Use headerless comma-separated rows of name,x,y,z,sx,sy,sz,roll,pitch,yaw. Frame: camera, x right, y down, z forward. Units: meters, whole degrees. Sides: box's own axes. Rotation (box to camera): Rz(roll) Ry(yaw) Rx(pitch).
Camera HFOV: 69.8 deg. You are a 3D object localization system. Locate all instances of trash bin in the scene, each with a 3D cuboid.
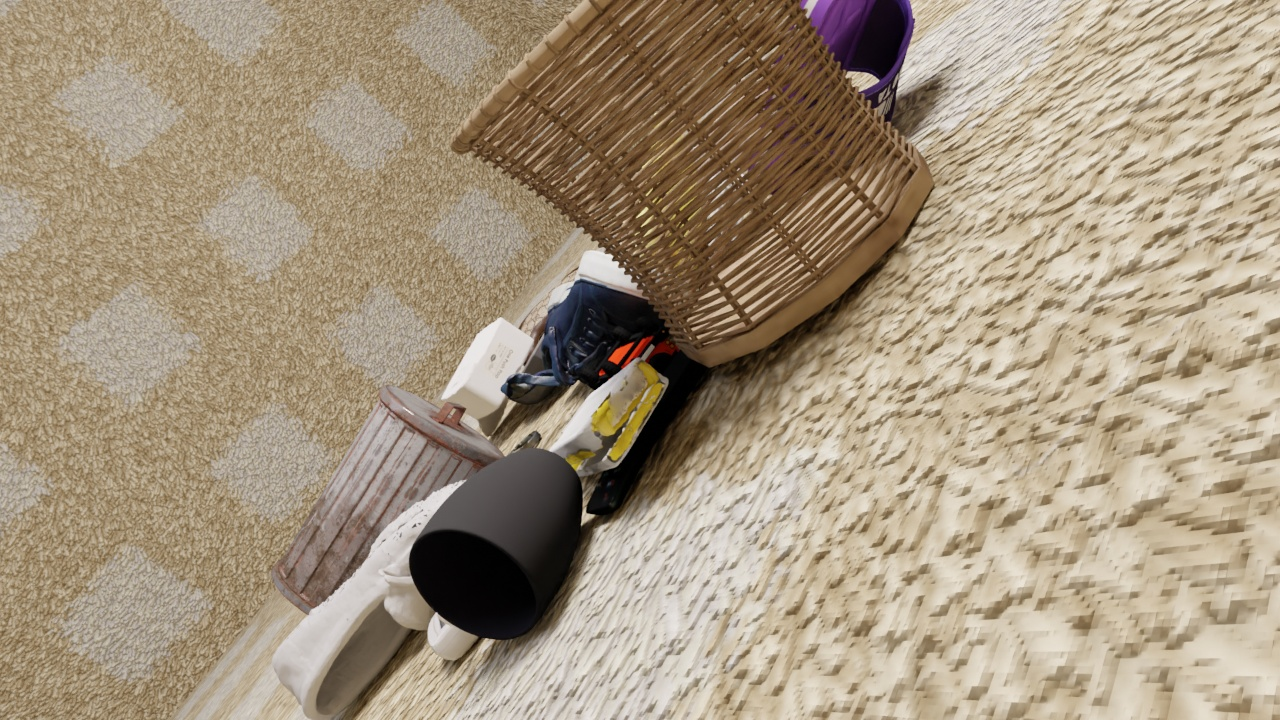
trash bin,-0.226,0.130,0.842,0.211,0.131,0.131,-58,12,-2

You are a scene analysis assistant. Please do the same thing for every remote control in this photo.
remote control,-0.095,0.142,0.630,0.138,0.025,0.060,-51,11,-10
remote control,0.011,0.037,0.596,0.151,0.020,0.041,-56,13,-29

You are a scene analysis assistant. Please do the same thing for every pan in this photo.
pan,-0.055,-0.094,1.098,0.356,0.041,0.179,-63,6,-27

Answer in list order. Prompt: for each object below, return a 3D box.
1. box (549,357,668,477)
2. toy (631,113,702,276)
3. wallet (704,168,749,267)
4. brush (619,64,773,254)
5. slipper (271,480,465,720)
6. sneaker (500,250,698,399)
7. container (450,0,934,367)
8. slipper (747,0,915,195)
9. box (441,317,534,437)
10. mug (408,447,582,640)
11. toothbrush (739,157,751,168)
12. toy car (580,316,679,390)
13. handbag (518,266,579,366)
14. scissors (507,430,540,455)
box,-0.028,0.043,0.609,0.064,0.033,0.210,-56,5,-14
toy,0.024,-0.137,0.839,0.065,0.155,0.170,-2,43,9
wallet,0.070,-0.130,0.817,0.116,0.032,0.086,-92,11,-73
brush,0.077,-0.196,0.949,0.271,0.083,0.057,-51,11,-7
slipper,-0.195,0.189,0.736,0.247,0.074,0.112,-46,-19,4
sneaker,-0.041,-0.017,0.820,0.295,0.120,0.127,158,129,-71
container,0.038,-0.132,0.548,0.227,0.196,0.226,-40,15,12
slipper,0.156,-0.200,0.708,0.107,0.084,0.267,-50,-10,-16
box,-0.195,0.025,1.150,0.110,0.083,0.191,-63,2,-24
mug,-0.086,0.113,0.562,0.119,0.085,0.100,-52,2,36
toothbrush,0.120,-0.197,0.862,0.016,0.016,0.166,-60,-10,29
toy car,-0.004,0.004,0.684,0.051,0.049,0.100,-53,12,-15
handbag,-0.100,-0.049,1.209,0.166,0.063,0.138,-44,22,7
scissors,-0.151,0.117,0.964,0.131,0.012,0.170,-49,9,-13
